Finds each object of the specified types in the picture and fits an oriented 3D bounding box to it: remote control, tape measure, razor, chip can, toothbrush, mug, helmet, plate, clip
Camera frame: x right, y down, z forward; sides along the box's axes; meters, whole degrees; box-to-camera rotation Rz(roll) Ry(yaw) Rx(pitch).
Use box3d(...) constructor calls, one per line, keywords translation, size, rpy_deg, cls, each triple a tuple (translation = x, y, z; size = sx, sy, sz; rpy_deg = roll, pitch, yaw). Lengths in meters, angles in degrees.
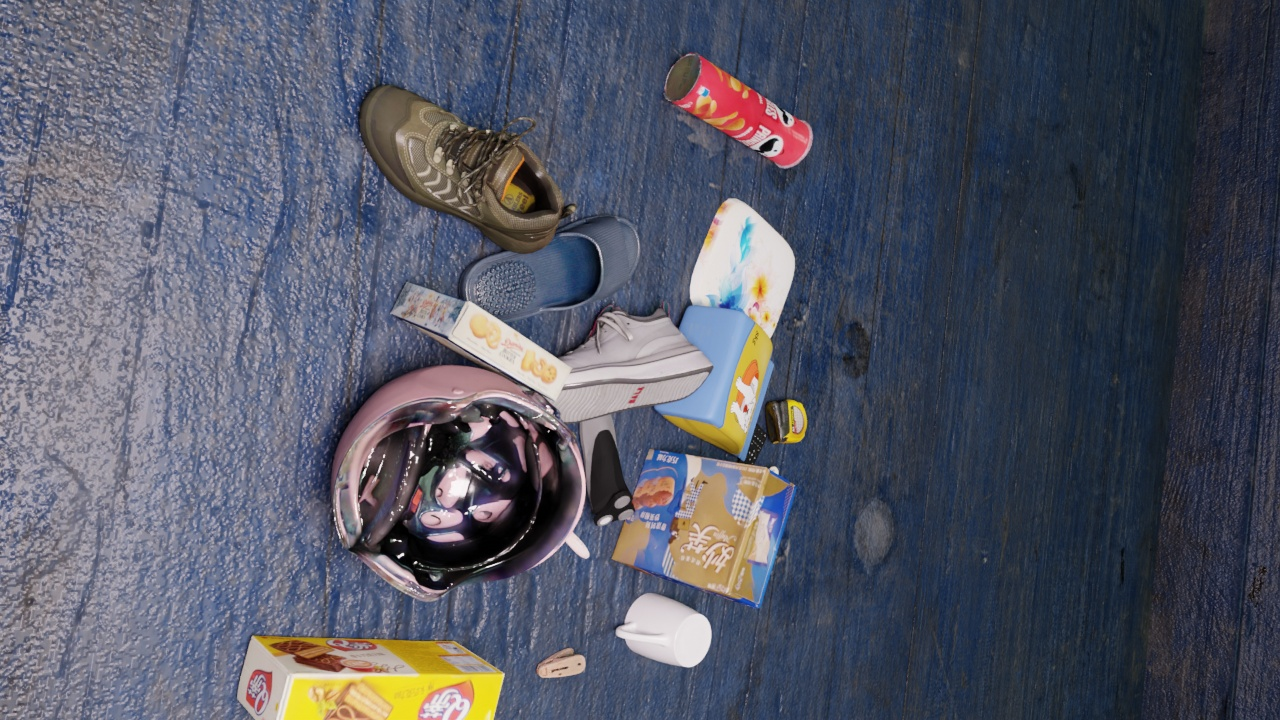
box3d(translation=(0.148, 0.159, 1.331), size=(0.030, 0.009, 0.139), rpy_deg=(44, 65, -35), cls="remote control")
box3d(translation=(0.217, 0.091, 1.370), size=(0.064, 0.037, 0.065), rpy_deg=(-4, 81, -37), cls="tape measure")
box3d(translation=(-0.046, 0.121, 1.128), size=(0.057, 0.060, 0.156), rpy_deg=(-10, 79, -30), cls="razor")
box3d(translation=(0.136, -0.338, 1.249), size=(0.232, 0.073, 0.073), rpy_deg=(18, 81, -40), cls="chip can")
box3d(translation=(-0.110, 0.182, 1.095), size=(0.015, 0.018, 0.181), rpy_deg=(-53, 125, -26), cls="toothbrush")
box3d(translation=(0.025, 0.350, 1.178), size=(0.114, 0.088, 0.081), rpy_deg=(8, 87, -42), cls="mug")
box3d(translation=(-0.185, 0.111, 0.919), size=(0.255, 0.152, 0.230), rpy_deg=(24, 102, -34), cls="helmet")
box3d(translation=(0.154, -0.120, 1.315), size=(0.187, 0.016, 0.186), rpy_deg=(34, 70, -38), cls="plate")
box3d(translation=(-0.099, 0.368, 1.116), size=(0.060, 0.039, 0.024), rpy_deg=(-3, 94, -19), cls="clip")

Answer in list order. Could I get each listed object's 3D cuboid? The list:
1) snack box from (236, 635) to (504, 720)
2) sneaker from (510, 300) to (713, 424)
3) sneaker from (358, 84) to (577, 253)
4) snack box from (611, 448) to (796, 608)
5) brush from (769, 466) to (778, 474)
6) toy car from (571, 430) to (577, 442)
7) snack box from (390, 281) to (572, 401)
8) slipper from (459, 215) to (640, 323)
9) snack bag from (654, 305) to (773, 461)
box3d(translation=(-0.261, 0.319, 0.904), size=(0.230, 0.110, 0.061), rpy_deg=(17, 84, -41), cls="snack box")
box3d(translation=(-0.047, -0.005, 1.097), size=(0.262, 0.097, 0.128), rpy_deg=(-12, 61, -26), cls="sneaker")
box3d(translation=(-0.167, -0.195, 0.919), size=(0.238, 0.143, 0.101), rpy_deg=(33, 71, -22), cls="sneaker")
box3d(translation=(0.075, 0.203, 1.138), size=(0.069, 0.203, 0.154), rpy_deg=(31, 72, -38), cls="snack box")
box3d(translation=(0.132, 0.229, 1.308), size=(0.217, 0.012, 0.033), rpy_deg=(-44, 123, -25), cls="brush")
box3d(translation=(-0.120, 0.097, 1.070), size=(0.106, 0.030, 0.049), rpy_deg=(18, 91, -39), cls="toy car")
box3d(translation=(-0.164, -0.020, 0.945), size=(0.144, 0.145, 0.042), rpy_deg=(35, 80, -38), cls="snack box")
box3d(translation=(-0.082, -0.102, 1.061), size=(0.262, 0.083, 0.101), rpy_deg=(-24, 110, -38), cls="slipper")
box3d(translation=(0.122, 0.037, 1.250), size=(0.205, 0.102, 0.158), rpy_deg=(37, 68, -52), cls="snack bag")
